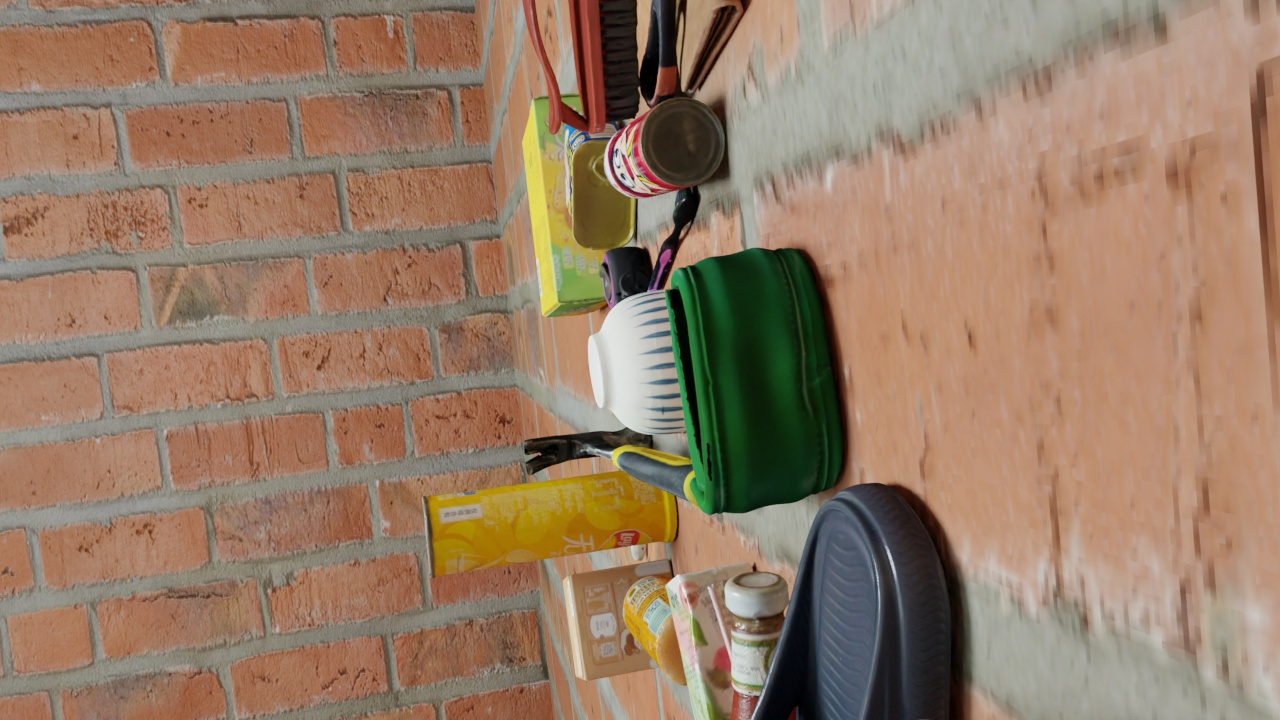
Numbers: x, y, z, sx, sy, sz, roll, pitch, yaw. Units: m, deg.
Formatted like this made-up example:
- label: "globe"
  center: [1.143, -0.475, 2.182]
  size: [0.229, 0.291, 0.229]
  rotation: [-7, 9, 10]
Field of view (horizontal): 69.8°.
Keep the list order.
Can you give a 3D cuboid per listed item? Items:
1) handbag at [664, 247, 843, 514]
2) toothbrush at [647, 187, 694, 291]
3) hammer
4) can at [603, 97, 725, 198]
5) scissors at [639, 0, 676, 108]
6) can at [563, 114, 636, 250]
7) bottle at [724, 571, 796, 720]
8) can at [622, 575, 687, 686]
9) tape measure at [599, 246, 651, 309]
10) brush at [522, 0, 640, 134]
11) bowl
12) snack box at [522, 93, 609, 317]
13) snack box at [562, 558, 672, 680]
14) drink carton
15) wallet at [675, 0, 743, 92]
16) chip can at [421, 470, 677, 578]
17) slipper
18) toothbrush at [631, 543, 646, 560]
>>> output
- label: "handbag"
  center: [0.053, 0.011, 0.480]
  size: [0.120, 0.068, 0.131]
  rotation: [137, 125, -85]
- label: "toothbrush"
  center: [0.019, -0.080, 0.705]
  size: [0.189, 0.014, 0.017]
  rotation: [112, 159, -67]
- label: "hammer"
  center: [-0.007, 0.079, 0.713]
  size: [0.324, 0.126, 0.032]
  rotation: [180, 84, -72]
- label: "can"
  center: [0.011, -0.137, 0.608]
  size: [0.133, 0.053, 0.053]
  rotation: [-152, 56, -76]
- label: "scissors"
  center: [0.010, -0.235, 0.547]
  size: [0.225, 0.015, 0.189]
  rotation: [-117, 17, -58]
- label: "can"
  center: [-0.039, -0.164, 0.832]
  size: [0.083, 0.057, 0.102]
  rotation: [-110, 18, -56]
- label: "bottle"
  center: [0.072, 0.220, 0.504]
  size: [0.060, 0.059, 0.206]
  rotation: [-160, 65, -77]
- label: "can"
  center: [0.025, 0.207, 0.717]
  size: [0.146, 0.058, 0.058]
  rotation: [162, 102, -78]
- label: "tape measure"
  center: [-0.014, -0.070, 0.800]
  size: [0.057, 0.039, 0.057]
  rotation: [103, 157, -59]
- label: "brush"
  center: [-0.040, -0.216, 0.606]
  size: [0.146, 0.069, 0.063]
  rotation: [87, 167, -45]
- label: "bowl"
  center: [-0.004, 0.004, 0.730]
  size: [0.116, 0.066, 0.116]
  rotation: [172, 91, -79]
- label: "snack box"
  center: [-0.077, -0.157, 0.979]
  size: [0.158, 0.070, 0.210]
  rotation: [168, 95, -78]
- label: "snack box"
  center: [-0.017, 0.240, 0.850]
  size: [0.077, 0.094, 0.092]
  rotation: [118, 144, -70]
- label: "drink carton"
  center: [0.056, 0.193, 0.576]
  size: [0.046, 0.053, 0.122]
  rotation: [109, 152, -63]
- label: "wallet"
  center: [0.033, -0.228, 0.545]
  size: [0.115, 0.020, 0.101]
  rotation: [133, 130, -78]
- label: "chip can"
  center: [-0.078, 0.138, 0.795]
  size: [0.072, 0.213, 0.072]
  rotation: [173, 91, -76]
- label: "slipper"
  center: [0.077, 0.183, 0.405]
  size: [0.110, 0.083, 0.268]
  rotation: [-126, 33, -71]
- label: "toothbrush"
  center: [-0.004, 0.120, 0.917]
  size: [0.017, 0.016, 0.188]
  rotation: [-103, 11, -66]
